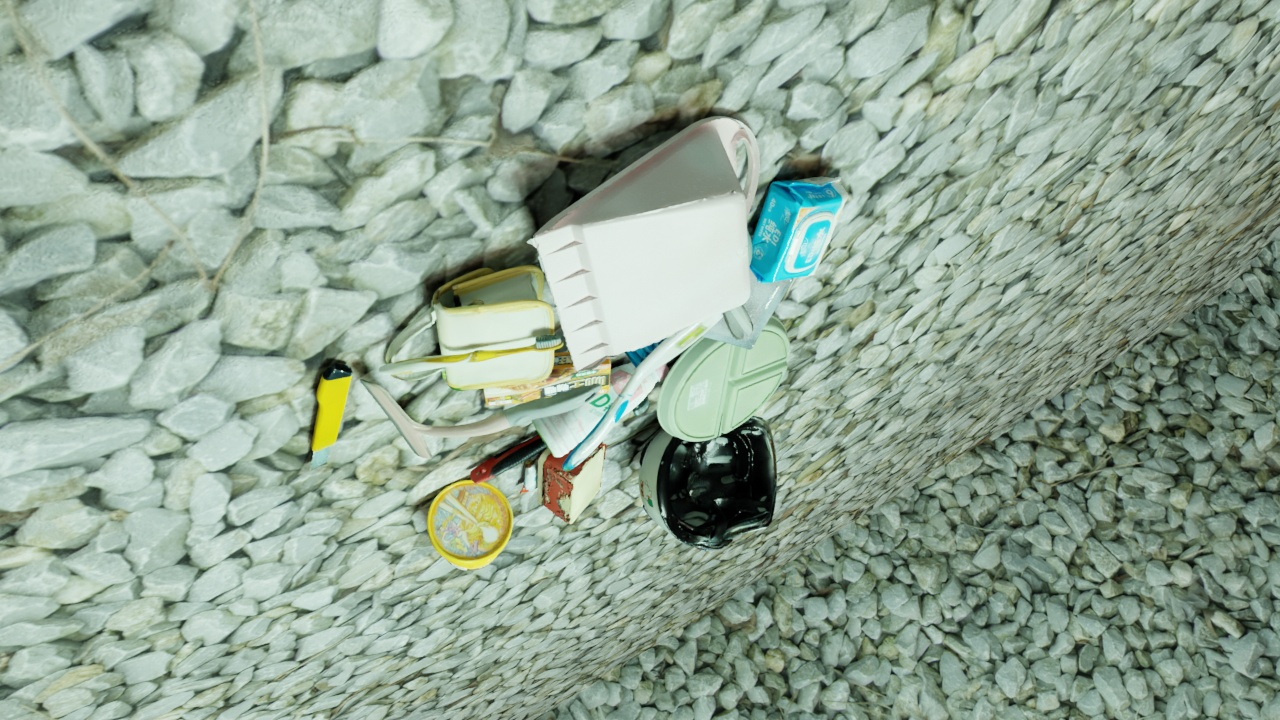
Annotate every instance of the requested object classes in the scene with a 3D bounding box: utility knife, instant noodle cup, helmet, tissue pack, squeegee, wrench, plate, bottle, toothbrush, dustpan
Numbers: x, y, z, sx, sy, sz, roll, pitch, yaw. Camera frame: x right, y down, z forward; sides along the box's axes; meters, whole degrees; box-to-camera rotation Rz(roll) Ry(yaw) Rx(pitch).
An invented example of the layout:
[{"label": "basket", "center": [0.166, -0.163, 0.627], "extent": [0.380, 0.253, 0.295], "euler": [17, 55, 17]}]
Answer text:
[{"label": "utility knife", "center": [-0.342, 0.064, 0.998], "extent": [0.033, 0.015, 0.196], "euler": [-9, 147, -34]}, {"label": "instant noodle cup", "center": [-0.245, 0.246, 1.325], "extent": [0.118, 0.118, 0.115], "euler": [-23, 160, -19]}, {"label": "helmet", "center": [0.096, 0.191, 1.534], "extent": [0.273, 0.230, 0.157], "euler": [-10, -174, -34]}, {"label": "tissue pack", "center": [0.192, -0.161, 1.125], "extent": [0.089, 0.063, 0.140], "euler": [-13, 136, -35]}, {"label": "squeegee", "center": [-0.166, 0.064, 1.061], "extent": [0.249, 0.040, 0.248], "euler": [-10, 156, -3]}, {"label": "wrench", "center": [-0.115, 0.105, 1.297], "extent": [0.273, 0.056, 0.016], "euler": [-25, 130, -6]}, {"label": "plate", "center": [0.126, 0.031, 1.320], "extent": [0.229, 0.027, 0.231], "euler": [-23, 139, -22]}, {"label": "bottle", "center": [-0.050, 0.056, 1.259], "extent": [0.196, 0.068, 0.068], "euler": [-32, 155, -10]}, {"label": "toothbrush", "center": [-0.175, -0.006, 0.950], "extent": [0.191, 0.016, 0.018], "euler": [-9, 140, -7]}, {"label": "dustpan", "center": [0.018, -0.133, 0.969], "extent": [0.273, 0.138, 0.223], "euler": [-15, 143, -5]}]

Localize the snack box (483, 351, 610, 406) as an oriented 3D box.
[{"label": "snack box", "center": [-0.114, 0.020, 1.111], "extent": [0.153, 0.026, 0.075], "euler": [-6, 150, -7]}]

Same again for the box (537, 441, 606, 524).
[{"label": "box", "center": [-0.098, 0.176, 1.368], "extent": [0.091, 0.080, 0.169], "euler": [-48, 163, -29]}]

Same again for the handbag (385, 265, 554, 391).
[{"label": "handbag", "center": [-0.185, -0.029, 0.978], "extent": [0.178, 0.063, 0.164], "euler": [-10, 149, -12]}]

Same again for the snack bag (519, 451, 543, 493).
[{"label": "snack bag", "center": [-0.159, 0.168, 1.377], "extent": [0.048, 0.026, 0.104], "euler": [-35, 157, -27]}]

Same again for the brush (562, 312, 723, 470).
[{"label": "brush", "center": [-0.007, 0.007, 1.167], "extent": [0.315, 0.109, 0.060], "euler": [-39, 159, 14]}]

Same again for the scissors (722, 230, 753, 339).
[{"label": "scissors", "center": [0.110, -0.107, 1.096], "extent": [0.185, 0.019, 0.132], "euler": [40, 95, -26]}]

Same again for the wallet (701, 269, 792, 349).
[{"label": "wallet", "center": [0.131, -0.072, 1.195], "extent": [0.097, 0.019, 0.121], "euler": [13, 124, -25]}]
